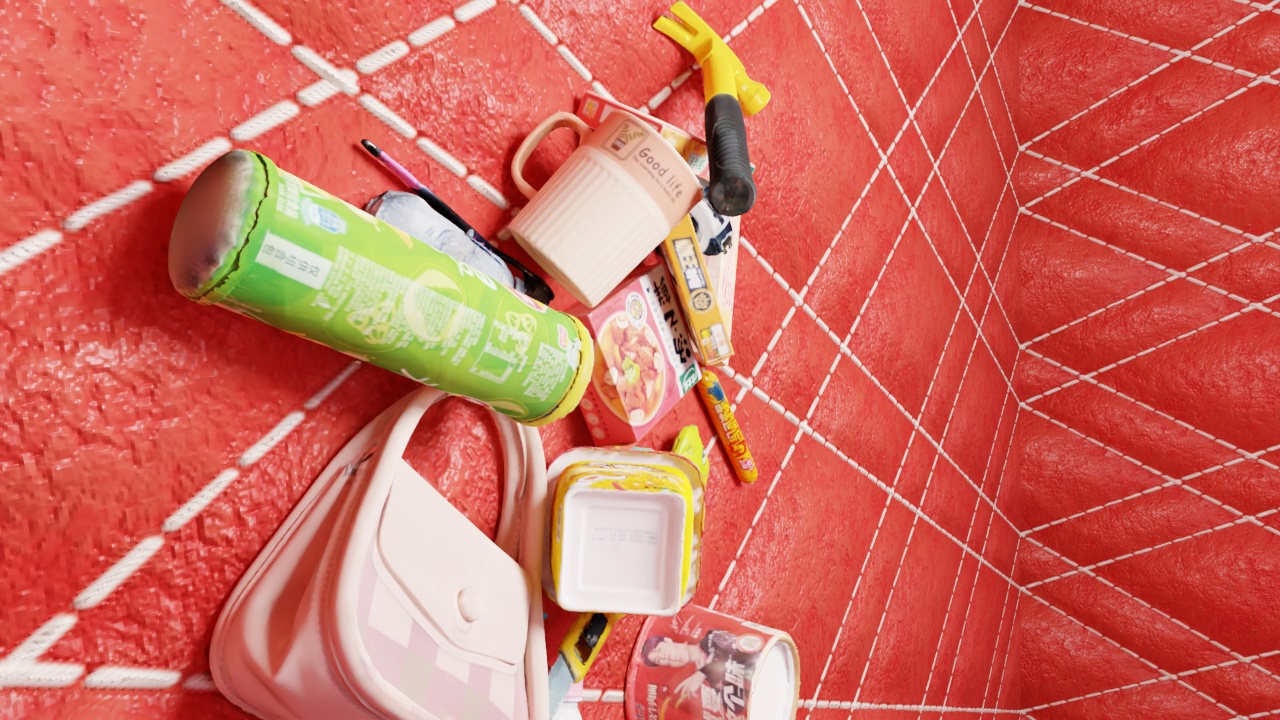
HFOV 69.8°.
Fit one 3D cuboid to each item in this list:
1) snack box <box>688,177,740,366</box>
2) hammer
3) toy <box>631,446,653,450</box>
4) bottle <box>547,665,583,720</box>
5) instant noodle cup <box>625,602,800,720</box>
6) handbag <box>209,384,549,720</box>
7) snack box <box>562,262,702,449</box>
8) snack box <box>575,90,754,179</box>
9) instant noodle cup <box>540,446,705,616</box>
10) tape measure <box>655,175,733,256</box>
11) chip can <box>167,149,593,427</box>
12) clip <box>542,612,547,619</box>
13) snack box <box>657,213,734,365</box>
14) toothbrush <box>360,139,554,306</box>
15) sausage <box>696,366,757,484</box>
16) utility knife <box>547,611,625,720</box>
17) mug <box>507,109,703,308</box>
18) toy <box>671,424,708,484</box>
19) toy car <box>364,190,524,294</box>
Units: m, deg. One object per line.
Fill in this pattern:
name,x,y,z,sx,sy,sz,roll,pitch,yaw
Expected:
snack box,0.068,-0.078,0.828,0.084,0.026,0.157,30,64,-75
hammer,0.063,-0.194,0.711,0.128,0.033,0.300,40,28,-24
toy,-0.015,0.115,0.721,0.096,0.030,0.092,0,88,-56
bottle,-0.069,0.307,0.609,0.068,0.068,0.196,30,62,-55
instant noodle cup,0.067,0.278,0.785,0.137,0.109,0.138,-3,93,-58
handbag,-0.113,0.111,0.528,0.193,0.093,0.233,57,34,-42
snack box,-0.004,0.004,0.703,0.113,0.044,0.127,-42,117,-51
snack box,0.024,-0.171,0.724,0.155,0.077,0.027,1,118,-58
instant noodle cup,-0.012,0.118,0.611,0.124,0.116,0.116,110,-16,-86
tape measure,0.040,-0.120,0.764,0.033,0.066,0.066,-53,136,-43
chip can,-0.122,-0.028,0.469,0.221,0.073,0.072,27,68,-46
clip,-0.083,0.179,0.627,0.057,0.014,0.047,41,59,-51
snack box,0.033,-0.078,0.717,0.075,0.026,0.154,-112,-179,-70
toothbrush,-0.109,-0.079,0.575,0.189,0.014,0.017,41,67,-51
sausage,0.084,0.066,0.887,0.021,0.021,0.165,-61,139,-37
utility knife,-0.035,0.194,0.644,0.033,0.015,0.215,52,20,-2
mug,-0.035,-0.109,0.611,0.106,0.114,0.082,-47,175,-5
toy,0.033,0.105,0.792,0.100,0.031,0.096,-2,97,-67
toy car,-0.116,-0.054,0.545,0.120,0.037,0.054,37,61,-49
